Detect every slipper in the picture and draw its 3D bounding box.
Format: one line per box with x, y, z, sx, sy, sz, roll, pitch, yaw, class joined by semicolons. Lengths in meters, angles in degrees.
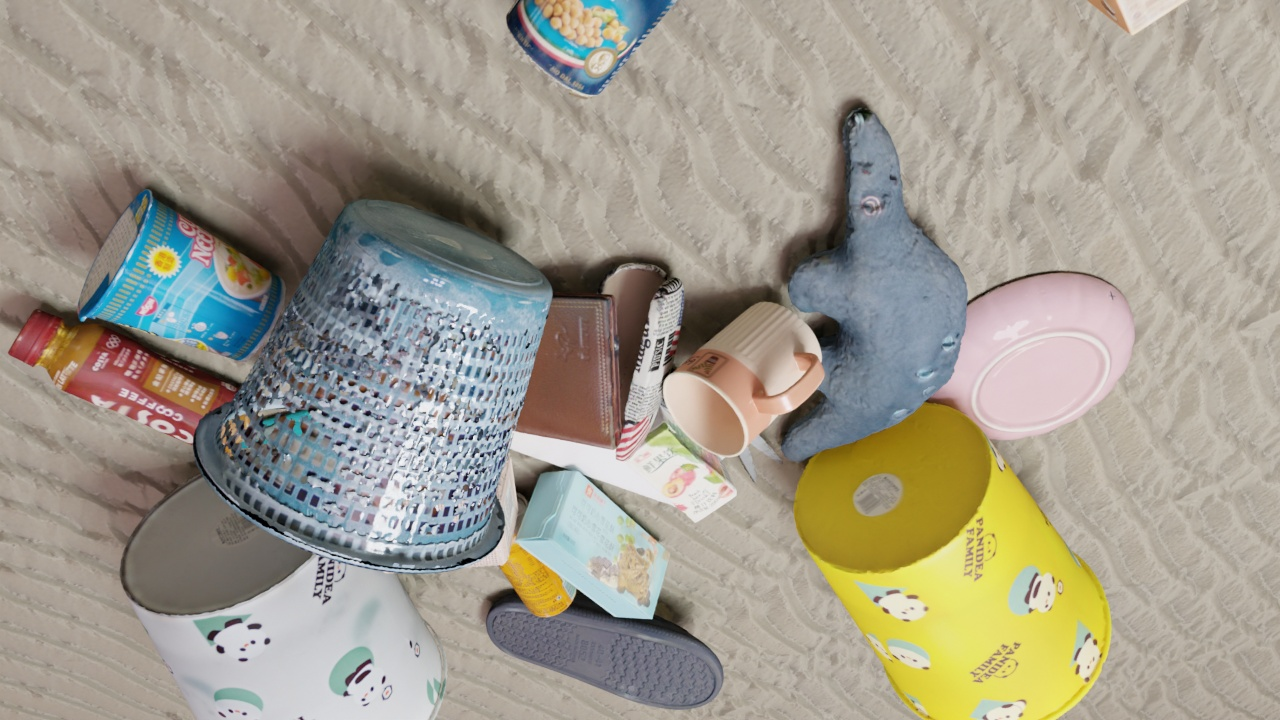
-0.034;0.301;1.021;0.268;0.083;0.111;15;122;3;slipper

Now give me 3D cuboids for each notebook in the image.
-0.009;0.060;0.840;0.209;0.012;0.151;24;124;-26;notebook

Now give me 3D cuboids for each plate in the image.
0.350;0.009;0.821;0.192;0.039;0.193;-3;132;-4;plate

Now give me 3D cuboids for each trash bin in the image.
-0.165;0.004;0.643;0.226;0.226;0.195;20;105;-23;trash bin
0.284;0.188;0.861;0.230;0.229;0.255;-29;124;18;trash bin
-0.320;0.235;0.830;0.229;0.229;0.252;-9;127;1;trash bin

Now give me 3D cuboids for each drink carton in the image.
0.032;0.093;0.837;0.054;0.045;0.122;-35;128;14;drink carton

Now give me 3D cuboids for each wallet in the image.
-0.064;0.006;0.721;0.101;0.032;0.125;4;108;22;wallet

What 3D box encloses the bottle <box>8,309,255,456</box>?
-0.396;0.018;0.725;0.175;0.057;0.058;31;121;-30;bottle

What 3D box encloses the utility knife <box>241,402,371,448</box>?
-0.306;0.056;0.800;0.174;0.013;0.029;-14;134;6;utility knife

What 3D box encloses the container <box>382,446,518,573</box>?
-0.171;0.131;0.817;0.111;0.089;0.090;-1;120;2;container

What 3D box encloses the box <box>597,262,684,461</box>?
0.001;0.007;0.737;0.076;0.086;0.163;-1;119;-29;box

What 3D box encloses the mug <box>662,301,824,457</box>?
0.092;0.013;0.720;0.115;0.105;0.082;1;125;53;mug

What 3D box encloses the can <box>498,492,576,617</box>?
-0.113;0.196;0.920;0.058;0.058;0.146;-15;132;7;can

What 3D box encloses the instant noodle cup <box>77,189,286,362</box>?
-0.321;-0.052;0.655;0.099;0.099;0.110;-38;134;25;instant noodle cup

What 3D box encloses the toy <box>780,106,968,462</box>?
0.190;-0.030;0.743;0.138;0.091;0.357;14;133;18;toy

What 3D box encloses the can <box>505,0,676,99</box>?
-0.020;-0.221;0.544;0.075;0.075;0.111;29;123;-28;can

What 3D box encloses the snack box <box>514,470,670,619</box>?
-0.042;0.183;0.897;0.052;0.074;0.175;-8;139;37;snack box

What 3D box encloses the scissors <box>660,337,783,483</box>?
0.081;0.046;0.825;0.165;0.014;0.163;8;119;-20;scissors

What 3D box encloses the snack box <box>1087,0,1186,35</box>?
0.301;-0.268;0.540;0.093;0.077;0.094;-33;127;21;snack box
